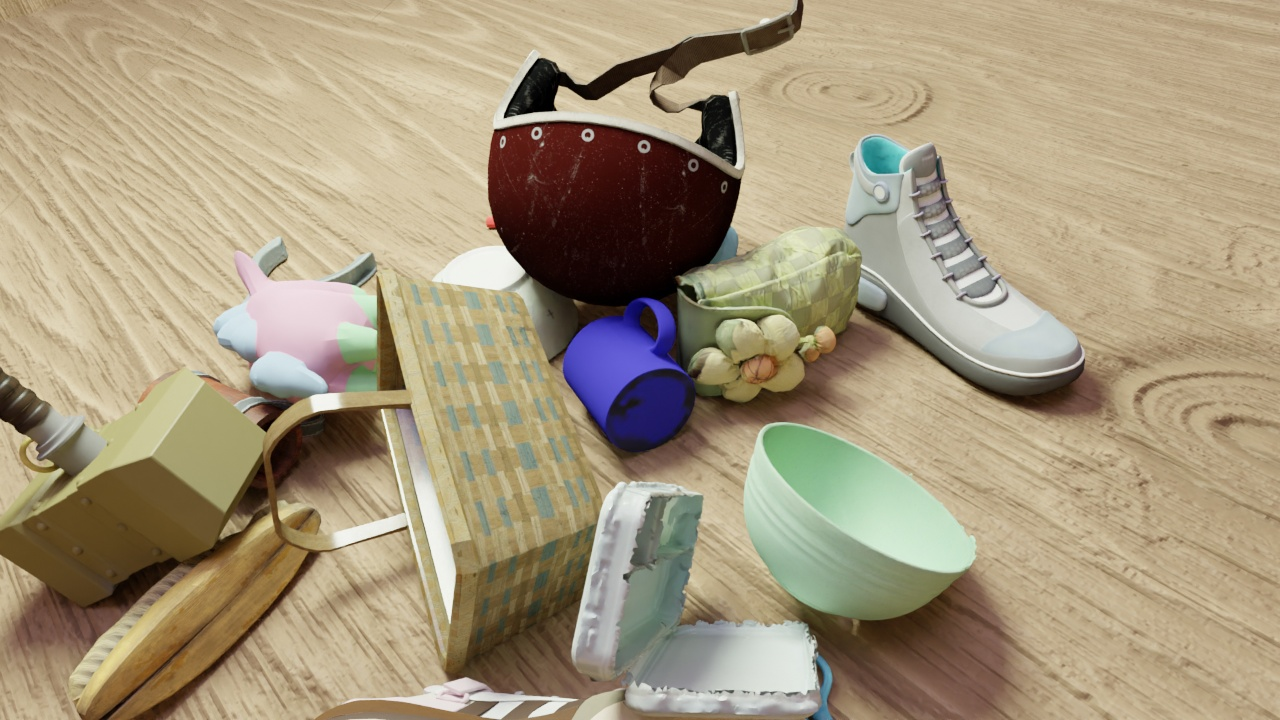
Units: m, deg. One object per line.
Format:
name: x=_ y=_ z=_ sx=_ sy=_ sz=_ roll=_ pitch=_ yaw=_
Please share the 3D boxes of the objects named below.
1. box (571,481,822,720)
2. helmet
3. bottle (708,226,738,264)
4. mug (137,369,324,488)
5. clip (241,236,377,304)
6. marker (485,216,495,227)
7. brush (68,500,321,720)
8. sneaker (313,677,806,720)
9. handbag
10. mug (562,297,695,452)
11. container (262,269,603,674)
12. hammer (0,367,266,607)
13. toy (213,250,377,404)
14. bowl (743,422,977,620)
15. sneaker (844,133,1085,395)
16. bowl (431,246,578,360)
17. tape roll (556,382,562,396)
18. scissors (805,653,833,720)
box: x=0.035 y=0.119 z=0.507 sx=0.130 sy=0.210 sz=0.105 roll=2 pitch=84 yaw=7
helmet: x=-0.011 y=-0.174 z=0.797 sx=0.233 sy=0.234 sz=0.253 roll=11 pitch=70 yaw=-1
bottle: x=0.069 y=-0.085 z=0.889 sx=0.040 sy=0.040 sz=0.129 roll=2 pitch=40 yaw=13
mug: x=-0.339 y=0.054 z=0.775 sx=0.111 sy=0.081 sz=0.117 roll=15 pitch=20 yaw=21
clip: x=-0.349 y=-0.089 z=0.982 sx=0.164 sy=0.031 sz=0.168 roll=-8 pitch=39 yaw=3
marker: x=-0.105 y=-0.155 z=1.030 sx=0.142 sy=0.013 sz=0.012 roll=2 pitch=40 yaw=13
brush: x=-0.300 y=0.166 z=0.633 sx=0.043 sy=0.059 sz=0.194 roll=7 pitch=39 yaw=32
sneaker: x=-0.048 y=0.218 z=0.506 sx=0.294 sy=0.112 sz=0.116 roll=-7 pitch=16 yaw=1
handbag: x=0.114 y=-0.035 z=0.765 sx=0.186 sy=0.113 sz=0.117 roll=-21 pitch=48 yaw=-16
mug: x=-0.004 y=0.004 z=0.738 sx=0.079 sy=0.111 sz=0.083 roll=6 pitch=28 yaw=-35
container: x=-0.151 y=0.070 z=0.616 sx=0.186 sy=0.158 sz=0.249 roll=-8 pitch=51 yaw=-22
hammer: x=-0.433 y=0.012 z=0.605 sx=0.191 sy=0.325 sz=0.100 roll=-25 pitch=32 yaw=26
toy: x=-0.296 y=-0.017 z=0.798 sx=0.171 sy=0.120 sz=0.222 roll=1 pitch=22 yaw=-2
bowl: x=0.126 y=0.111 z=0.587 sx=0.151 sy=0.077 sz=0.150 roll=23 pitch=20 yaw=-9
sneaker: x=0.262 y=-0.090 z=0.764 sx=0.093 sy=0.161 sz=0.256 roll=-25 pitch=40 yaw=-19
bowl: x=-0.138 y=-0.056 z=0.867 sx=0.153 sy=0.073 sz=0.153 roll=-4 pitch=39 yaw=3
tape roll: x=-0.109 y=0.048 z=0.765 sx=0.094 sy=0.030 sz=0.093 roll=-5 pitch=39 yaw=4
scissors: x=0.108 y=0.223 z=0.528 sx=0.055 sy=0.015 sz=0.136 roll=-22 pitch=47 yaw=-13
